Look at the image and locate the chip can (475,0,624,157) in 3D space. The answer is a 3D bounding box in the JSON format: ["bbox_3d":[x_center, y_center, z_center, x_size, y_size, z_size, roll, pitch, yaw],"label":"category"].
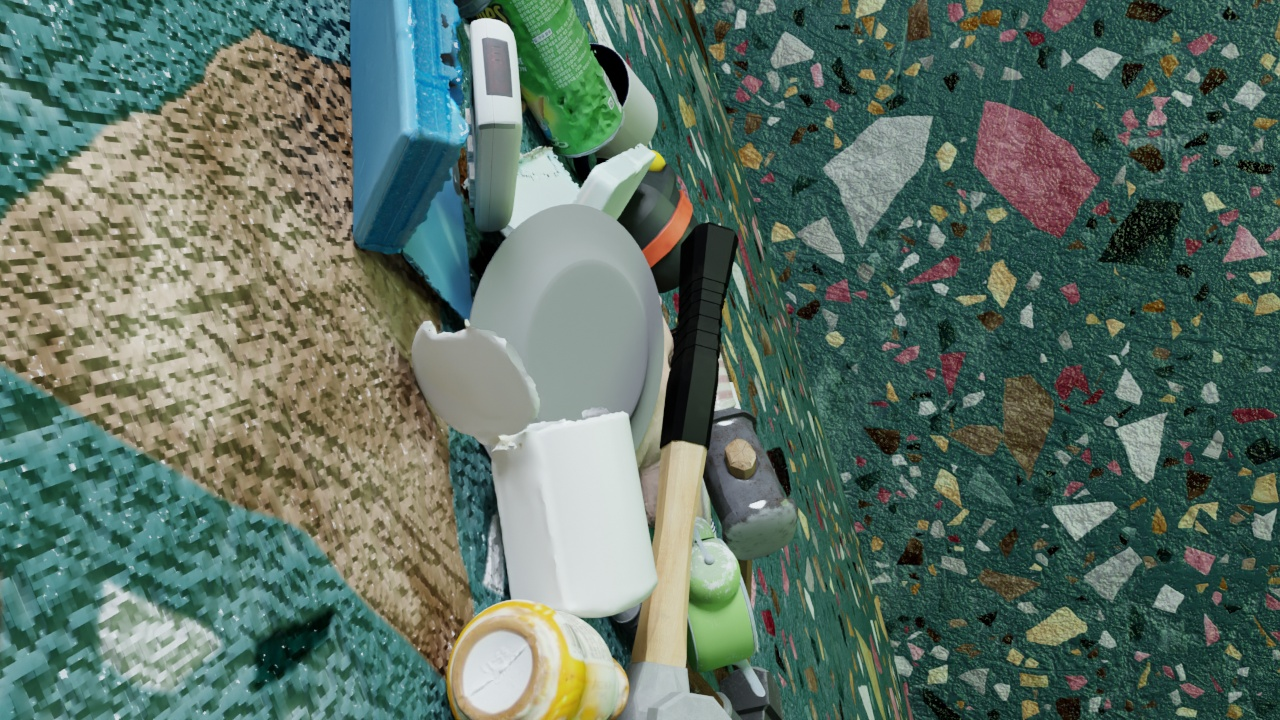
[{"bbox_3d":[-0.084,-0.259,0.703,0.223,0.075,0.075,59,20,-46],"label":"chip can"}]

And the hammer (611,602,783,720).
[{"bbox_3d":[0.044,0.247,0.690,0.155,0.043,0.322,-91,157,-46],"label":"hammer"}]

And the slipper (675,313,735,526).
[{"bbox_3d":[0.057,0.054,0.837,0.115,0.052,0.262,94,-3,-61],"label":"slipper"}]

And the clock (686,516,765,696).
[{"bbox_3d":[0.042,0.154,0.603,0.094,0.042,0.119,-147,-136,-75],"label":"clock"}]

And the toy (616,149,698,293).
[{"bbox_3d":[0.011,-0.108,0.813,0.119,0.098,0.099,42,37,-20],"label":"toy"}]

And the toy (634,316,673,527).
[{"bbox_3d":[-0.004,0.004,0.725,0.263,0.065,0.196,-91,164,-51],"label":"toy"}]

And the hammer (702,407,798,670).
[{"bbox_3d":[0.079,0.169,0.736,0.329,0.052,0.098,84,-11,-49],"label":"hammer"}]

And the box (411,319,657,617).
[{"bbox_3d":[-0.050,0.054,0.459,0.118,0.085,0.160,-6,86,-48],"label":"box"}]

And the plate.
[{"bbox_3d":[-0.034,-0.003,0.549,0.178,0.012,0.178,-8,100,-52],"label":"plate"}]

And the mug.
[{"bbox_3d":[-0.037,-0.221,0.850,0.096,0.079,0.112,10,92,-74],"label":"mug"}]

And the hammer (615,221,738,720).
[{"bbox_3d":[0.024,0.068,0.551,0.131,0.039,0.327,135,-33,-63],"label":"hammer"}]

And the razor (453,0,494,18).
[{"bbox_3d":[-0.141,-0.275,0.571,0.143,0.047,0.052,44,31,-55],"label":"razor"}]

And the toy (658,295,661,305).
[{"bbox_3d":[-0.029,-0.056,0.683,0.102,0.093,0.050,-66,180,-63],"label":"toy"}]

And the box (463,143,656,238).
[{"bbox_3d":[-0.059,-0.128,0.662,0.096,0.086,0.198,31,19,-1],"label":"box"}]

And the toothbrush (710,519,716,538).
[{"bbox_3d":[0.066,0.164,0.901,0.015,0.016,0.187,-60,132,-70],"label":"toothbrush"}]

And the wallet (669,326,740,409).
[{"bbox_3d":[0.059,0.022,0.932,0.019,0.072,0.123,6,64,-48],"label":"wallet"}]

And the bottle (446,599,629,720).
[{"bbox_3d":[-0.041,0.148,0.423,0.108,0.063,0.063,47,30,-58],"label":"bottle"}]

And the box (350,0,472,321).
[{"bbox_3d":[-0.124,-0.153,0.487,0.173,0.066,0.231,105,-22,-61],"label":"box"}]

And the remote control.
[{"bbox_3d":[-0.081,-0.121,0.499,0.139,0.025,0.060,125,-39,-72],"label":"remote control"}]
